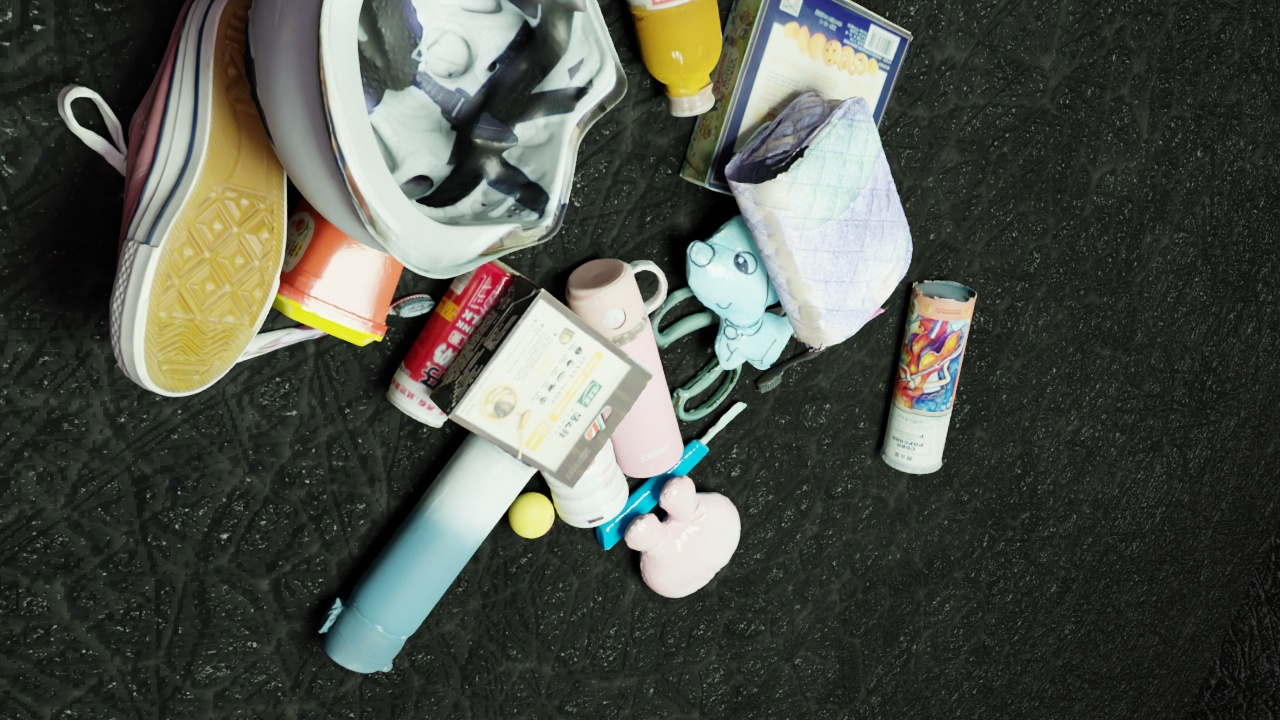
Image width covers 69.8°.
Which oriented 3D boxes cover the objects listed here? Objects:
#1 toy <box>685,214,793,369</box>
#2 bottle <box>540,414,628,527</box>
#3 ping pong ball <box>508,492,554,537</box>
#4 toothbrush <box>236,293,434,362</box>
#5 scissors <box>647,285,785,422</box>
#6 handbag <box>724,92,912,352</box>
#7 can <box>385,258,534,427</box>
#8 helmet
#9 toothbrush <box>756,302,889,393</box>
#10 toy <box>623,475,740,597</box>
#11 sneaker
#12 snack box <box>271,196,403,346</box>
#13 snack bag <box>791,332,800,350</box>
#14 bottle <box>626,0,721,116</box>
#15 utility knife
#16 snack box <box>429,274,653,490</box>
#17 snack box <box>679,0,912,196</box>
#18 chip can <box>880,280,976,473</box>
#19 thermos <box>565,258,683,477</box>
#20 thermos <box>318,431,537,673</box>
[{"bbox_3d":[0.098,-0.064,0.831,0.161,0.050,0.156,1,109,-37],"label":"toy"},{"bbox_3d":[-0.067,0.051,0.778,0.068,0.068,0.197,-31,124,-20],"label":"bottle"},{"bbox_3d":[-0.097,0.137,0.814,0.040,0.040,0.040,-16,121,-29],"label":"ping pong ball"},{"bbox_3d":[-0.234,-0.018,0.651,0.187,0.017,0.016,-19,121,-29],"label":"toothbrush"},{"bbox_3d":[0.066,-0.030,0.865,0.175,0.019,0.176,-50,130,-3],"label":"scissors"},{"bbox_3d":[0.155,-0.119,0.783,0.134,0.076,0.194,-47,130,-21],"label":"handbag"},{"bbox_3d":[-0.138,-0.017,0.698,0.053,0.053,0.133,31,92,-41],"label":"can"},{"bbox_3d":[-0.134,-0.179,0.542,0.258,0.146,0.229,-63,149,-23],"label":"helmet"},{"bbox_3d":[0.195,-0.015,0.970,0.188,0.014,0.018,-30,136,-22],"label":"toothbrush"},{"bbox_3d":[0.043,0.175,0.924,0.121,0.054,0.159,-45,137,-10],"label":"toy"},{"bbox_3d":[-0.269,-0.101,0.541,0.118,0.088,0.241,15,82,-63],"label":"sneaker"},{"bbox_3d":[-0.201,-0.062,0.608,0.082,0.091,0.080,27,88,-41],"label":"snack box"},{"bbox_3d":[0.160,-0.064,0.904,0.048,0.026,0.104,-63,154,-60],"label":"snack bag"},{"bbox_3d":[0.022,-0.276,0.676,0.068,0.068,0.190,-29,127,-22],"label":"bottle"},{"bbox_3d":[0.033,0.109,0.910,0.204,0.018,0.034,-42,142,-13],"label":"utility knife"},{"bbox_3d":[-0.072,0.018,0.690,0.125,0.053,0.113,38,87,-41],"label":"snack box"},{"bbox_3d":[0.138,-0.224,0.802,0.177,0.046,0.183,7,108,-38],"label":"snack box"},{"bbox_3d":[0.326,0.019,1.044,0.071,0.071,0.215,-12,118,-32],"label":"chip can"},{"bbox_3d":[-0.005,0.005,0.796,0.087,0.067,0.199,-21,124,-10],"label":"thermos"},{"bbox_3d":[-0.174,0.155,0.751,0.220,0.070,0.070,-53,131,-2],"label":"thermos"}]
